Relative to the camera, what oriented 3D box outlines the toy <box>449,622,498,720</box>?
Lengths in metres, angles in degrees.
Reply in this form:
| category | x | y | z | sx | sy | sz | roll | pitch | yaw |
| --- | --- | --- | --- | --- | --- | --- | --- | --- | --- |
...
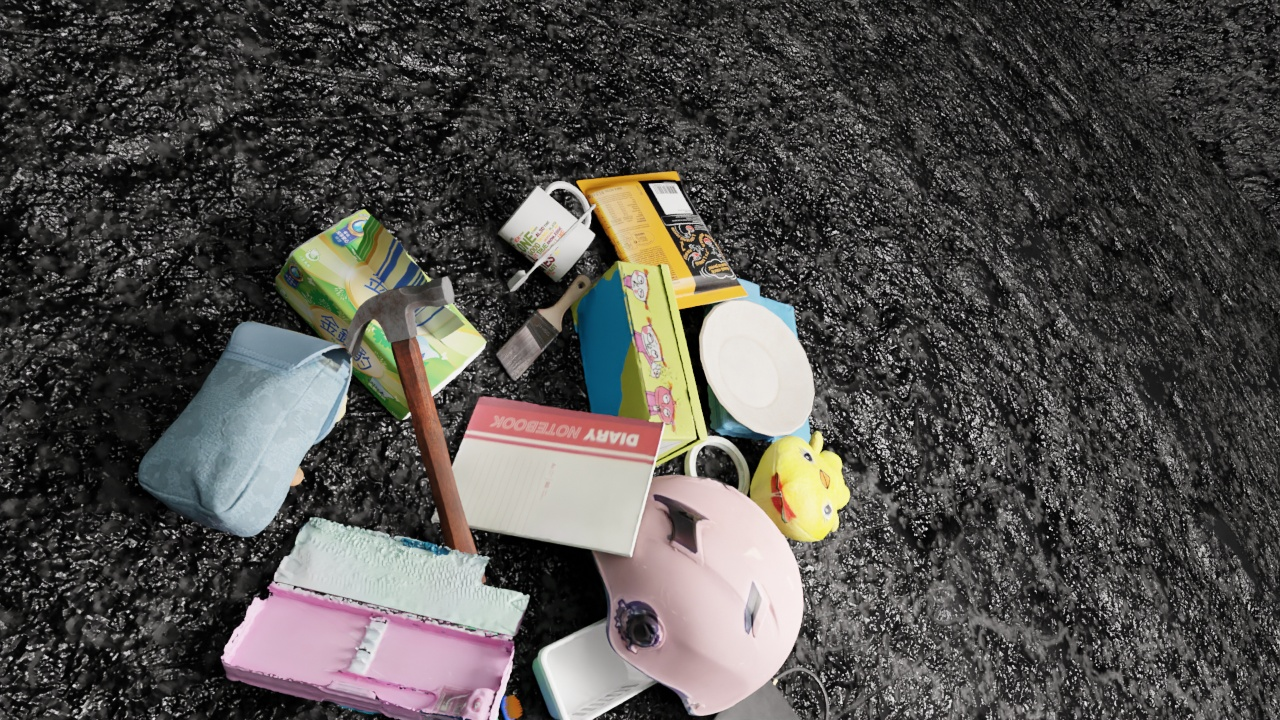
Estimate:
| category | x | y | z | sx | sy | sz | roll | pitch | yaw |
| --- | --- | --- | --- | --- | --- | --- | --- | --- | --- |
| toy | -0.174 | 0.304 | 0.837 | 0.131 | 0.072 | 0.192 | 60 | 38 | -50 |

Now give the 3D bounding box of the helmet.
| category | x | y | z | sx | sy | sz | roll | pitch | yaw |
| --- | --- | --- | --- | --- | --- | --- | --- | --- | --- |
| helmet | 0.068 | 0.222 | 0.953 | 0.255 | 0.153 | 0.229 | 53 | 32 | 5 |

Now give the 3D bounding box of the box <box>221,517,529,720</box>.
| category | x | y | z | sx | sy | sz | roll | pitch | yaw |
| --- | --- | --- | --- | --- | --- | --- | --- | --- | --- |
| box | -0.219 | 0.225 | 0.799 | 0.230 | 0.035 | 0.159 | 12 | 44 | 4 |

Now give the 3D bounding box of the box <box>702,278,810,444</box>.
| category | x | y | z | sx | sy | sz | roll | pitch | yaw |
| --- | --- | --- | --- | --- | --- | --- | --- | --- | --- |
| box | 0.164 | 0.000 | 1.245 | 0.174 | 0.034 | 0.231 | 12 | 61 | -31 |

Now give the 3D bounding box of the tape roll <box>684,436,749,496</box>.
| category | x | y | z | sx | sy | sz | roll | pitch | yaw |
| --- | --- | --- | --- | --- | --- | --- | --- | --- | --- |
| tape roll | 0.096 | 0.140 | 1.139 | 0.093 | 0.013 | 0.093 | 15 | 60 | -28 |

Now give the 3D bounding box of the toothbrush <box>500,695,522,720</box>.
| category | x | y | z | sx | sy | sz | roll | pitch | yaw |
| --- | --- | --- | --- | --- | --- | --- | --- | --- | --- |
| toothbrush | -0.091 | 0.404 | 0.873 | 0.182 | 0.018 | 0.016 | 64 | 22 | 8 |

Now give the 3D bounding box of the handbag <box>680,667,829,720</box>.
| category | x | y | z | sx | sy | sz | roll | pitch | yaw |
| --- | --- | --- | --- | --- | --- | --- | --- | --- | --- |
| handbag | 0.152 | 0.415 | 1.011 | 0.176 | 0.072 | 0.195 | 54 | 45 | -1 |

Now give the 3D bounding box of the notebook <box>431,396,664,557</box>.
| category | x | y | z | sx | sy | sz | roll | pitch | yaw |
| --- | --- | --- | --- | --- | --- | --- | --- | --- | --- |
| notebook | -0.092 | 0.113 | 0.937 | 0.209 | 0.012 | 0.152 | 7 | 57 | 13 |

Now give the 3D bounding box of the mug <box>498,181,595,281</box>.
| category | x | y | z | sx | sy | sz | roll | pitch | yaw |
| --- | --- | --- | --- | --- | --- | --- | --- | --- | --- |
| mug | -0.104 | -0.163 | 1.101 | 0.089 | 0.073 | 0.105 | 39 | 77 | -13 |

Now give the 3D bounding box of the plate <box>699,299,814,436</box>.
| category | x | y | z | sx | sy | sz | roll | pitch | yaw |
| --- | --- | --- | --- | --- | --- | --- | --- | --- | --- |
| plate | 0.146 | 0.012 | 1.183 | 0.188 | 0.027 | 0.188 | 17 | 58 | -29 |

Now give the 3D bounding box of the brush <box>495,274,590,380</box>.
| category | x | y | z | sx | sy | sz | roll | pitch | yaw |
| --- | --- | --- | --- | --- | --- | --- | --- | --- | --- |
| brush | -0.108 | -0.043 | 1.056 | 0.039 | 0.012 | 0.151 | 44 | 72 | -8 |

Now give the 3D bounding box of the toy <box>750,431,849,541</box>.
| category | x | y | z | sx | sy | sz | roll | pitch | yaw |
| --- | --- | --- | --- | --- | --- | --- | --- | --- | --- |
| toy | 0.209 | 0.161 | 1.164 | 0.207 | 0.092 | 0.133 | -4 | 76 | -46 |

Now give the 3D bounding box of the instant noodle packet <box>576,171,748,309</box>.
| category | x | y | z | sx | sy | sz | roll | pitch | yaw |
| --- | --- | --- | --- | --- | --- | --- | --- | --- | --- |
| instant noodle packet | 0.028 | -0.161 | 1.205 | 0.159 | 0.032 | 0.220 | -13 | 63 | -31 |

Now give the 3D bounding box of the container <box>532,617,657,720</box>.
| category | x | y | z | sx | sy | sz | roll | pitch | yaw |
| --- | --- | --- | --- | --- | --- | --- | --- | --- | --- |
| container | -0.048 | 0.311 | 0.929 | 0.129 | 0.050 | 0.080 | -15 | 77 | -39 |

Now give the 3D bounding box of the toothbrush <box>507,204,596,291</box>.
| category | x | y | z | sx | sy | sz | roll | pitch | yaw |
| --- | --- | --- | --- | --- | --- | --- | --- | --- | --- |
| toothbrush | -0.102 | -0.127 | 1.023 | 0.010 | 0.182 | 0.010 | -14 | 73 | -44 |

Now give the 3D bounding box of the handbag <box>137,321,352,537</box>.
| category | x | y | z | sx | sy | sz | roll | pitch | yaw |
| --- | --- | --- | --- | --- | --- | --- | --- | --- | --- |
| handbag | -0.336 | 0.062 | 0.817 | 0.122 | 0.119 | 0.191 | 12 | 63 | 17 |

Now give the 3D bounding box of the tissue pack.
| category | x | y | z | sx | sy | sz | roll | pitch | yaw |
| --- | --- | --- | --- | --- | --- | --- | --- | --- | --- |
| tissue pack | -0.247 | -0.059 | 0.913 | 0.197 | 0.142 | 0.120 | 43 | 50 | -9 |

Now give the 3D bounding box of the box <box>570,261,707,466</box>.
| category | x | y | z | sx | sy | sz | roll | pitch | yaw |
| --- | --- | --- | --- | --- | --- | --- | --- | --- | --- |
| box | -0.006 | 0.006 | 1.065 | 0.080 | 0.125 | 0.220 | 5 | 63 | -34 |

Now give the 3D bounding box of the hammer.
| category | x | y | z | sx | sy | sz | roll | pitch | yaw |
| --- | --- | --- | --- | --- | --- | --- | --- | --- | --- |
| hammer | -0.200 | 0.078 | 0.877 | 0.028 | 0.111 | 0.301 | -59 | 138 | -75 |
